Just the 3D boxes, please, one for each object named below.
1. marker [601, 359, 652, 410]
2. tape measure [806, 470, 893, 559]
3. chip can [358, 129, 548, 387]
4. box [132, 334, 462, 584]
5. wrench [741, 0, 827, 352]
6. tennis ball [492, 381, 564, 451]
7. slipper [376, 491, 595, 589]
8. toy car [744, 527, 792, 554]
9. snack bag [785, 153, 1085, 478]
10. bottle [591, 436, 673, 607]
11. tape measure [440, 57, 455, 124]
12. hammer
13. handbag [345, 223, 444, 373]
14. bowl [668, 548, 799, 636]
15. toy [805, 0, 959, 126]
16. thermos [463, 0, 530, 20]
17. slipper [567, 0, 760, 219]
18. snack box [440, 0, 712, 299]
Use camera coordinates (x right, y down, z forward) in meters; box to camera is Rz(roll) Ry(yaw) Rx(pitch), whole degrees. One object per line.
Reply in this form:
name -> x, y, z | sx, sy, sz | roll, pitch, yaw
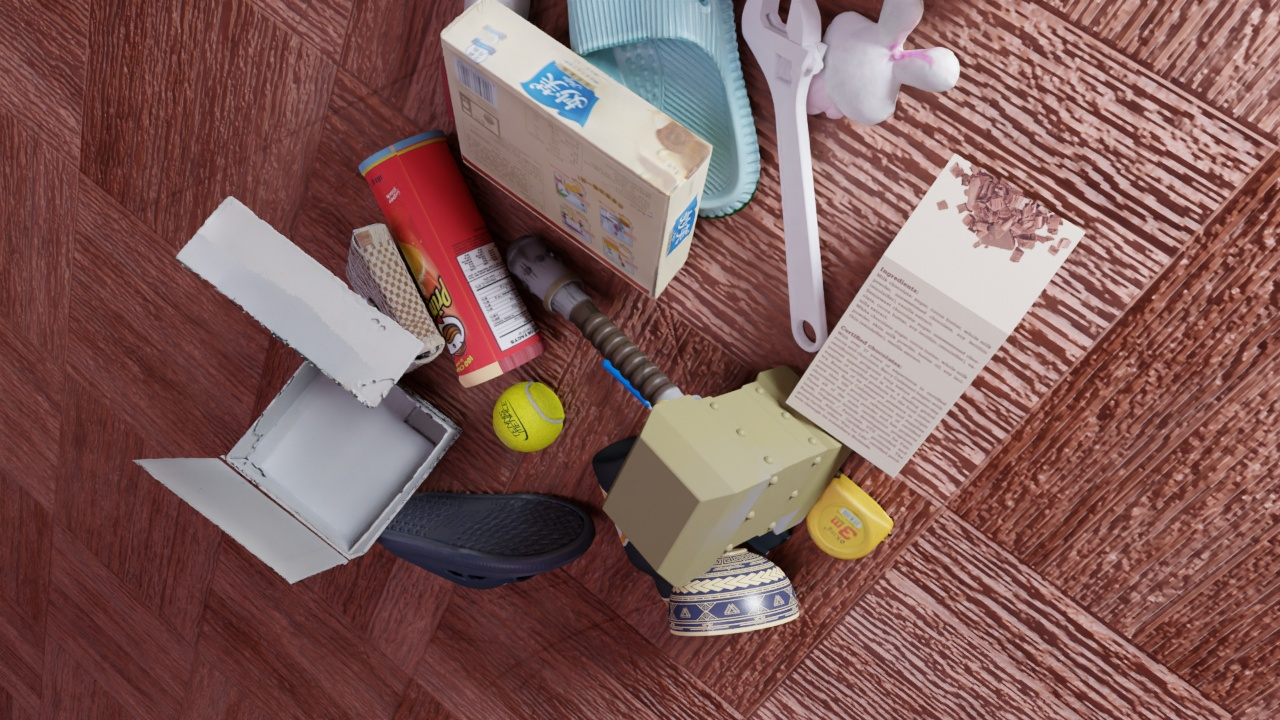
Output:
marker -> 0.017, 0.045, 0.799 | 0.142, 0.013, 0.013 | 43, 127, 22
tape measure -> 0.169, 0.133, 0.756 | 0.068, 0.030, 0.059 | 41, 126, 11
chip can -> -0.165, -0.089, 0.819 | 0.087, 0.086, 0.213 | -19, 100, 35
box -> -0.388, 0.195, 0.800 | 0.167, 0.526, 0.234 | 37, 128, 2
wrench -> 0.112, -0.130, 0.663 | 0.066, 0.018, 0.274 | 25, 132, 51
tennis ball -> -0.105, 0.053, 0.859 | 0.065, 0.065, 0.065 | 12, 117, 25
slipper -> -0.163, 0.194, 0.933 | 0.269, 0.110, 0.083 | 1, 114, 34
toy car -> 0.082, 0.121, 0.799 | 0.112, 0.034, 0.046 | 46, 126, 4
snack bag -> 0.200, -0.030, 0.640 | 0.094, 0.069, 0.207 | 36, 125, 12
bottle -> 0.013, 0.162, 0.843 | 0.059, 0.059, 0.182 | -12, 105, 34
tape measure -> -0.145, -0.231, 0.783 | 0.051, 0.019, 0.059 | 8, 115, 28
hammer -> -0.004, 0.004, 0.739 | 0.325, 0.189, 0.101 | 46, 128, 27
handbag -> -0.232, -0.049, 0.845 | 0.124, 0.047, 0.186 | 64, 161, -5
bowl -> 0.077, 0.197, 0.799 | 0.113, 0.112, 0.061 | -14, 80, 34
toy -> 0.149, -0.196, 0.612 | 0.126, 0.037, 0.076 | -13, 109, 56
thermos -> -0.094, -0.353, 0.678 | 0.052, 0.052, 0.225 | 25, 122, 19
slipper -> 0.013, -0.226, 0.651 | 0.116, 0.069, 0.276 | -6, 114, 32
snack box -> -0.050, -0.155, 0.695 | 0.207, 0.055, 0.153 | 37, 159, 11
